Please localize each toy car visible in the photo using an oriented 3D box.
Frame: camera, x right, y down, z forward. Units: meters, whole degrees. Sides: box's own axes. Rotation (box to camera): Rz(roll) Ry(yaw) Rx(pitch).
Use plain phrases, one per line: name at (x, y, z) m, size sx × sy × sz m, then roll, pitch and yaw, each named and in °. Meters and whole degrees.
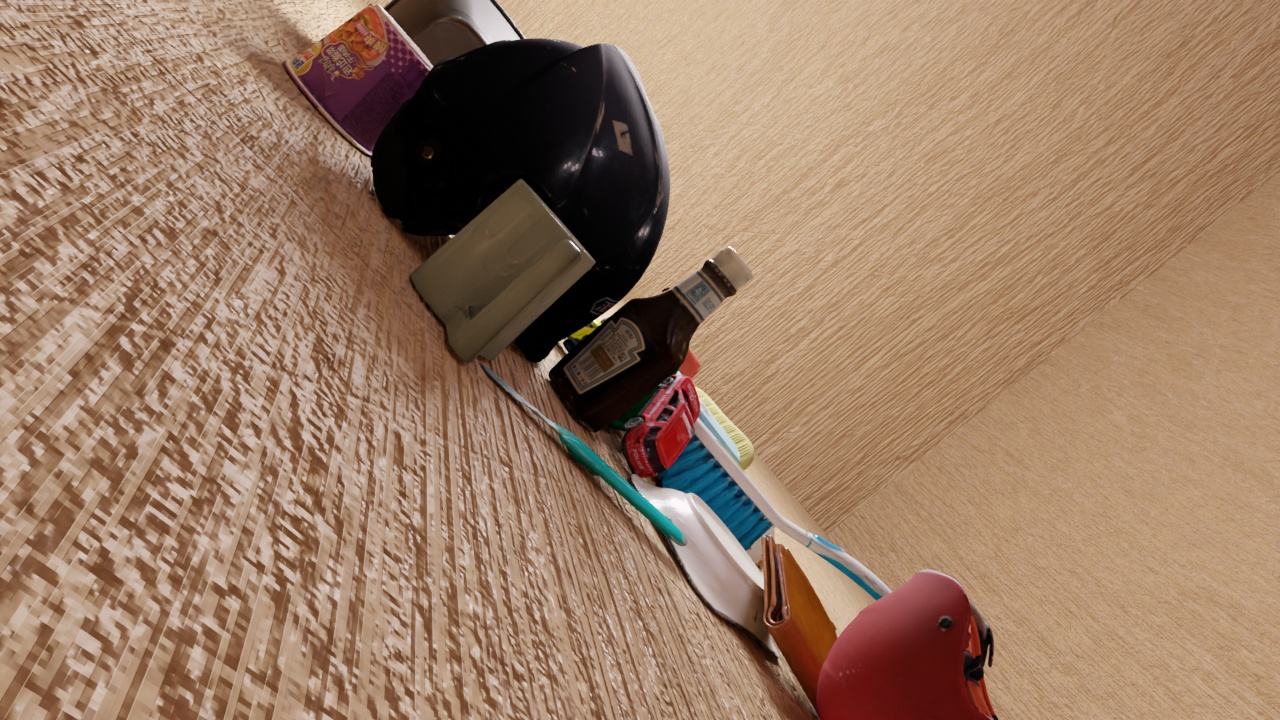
toy car at (0.025, 0.060, 0.851) m, size 0.120 × 0.045 × 0.053 m, roll -54°, pitch 131°, yaw -48°
toy car at (-0.073, -0.041, 1.016) m, size 0.105 × 0.032 × 0.048 m, roll 28°, pitch 7°, yaw 3°

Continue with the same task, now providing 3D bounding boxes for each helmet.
helmet at (-0.084, -0.146, 0.803) m, size 0.233 × 0.230 × 0.274 m, roll 10°, pitch 60°, yaw -81°
helmet at (0.211, 0.279, 0.641) m, size 0.207 × 0.144 × 0.239 m, roll 41°, pitch 24°, yaw -62°

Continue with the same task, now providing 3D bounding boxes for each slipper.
slipper at (0.074, 0.106, 1.228) m, size 0.190 × 0.091 × 0.082 m, roll 41°, pitch -43°, yaw 44°

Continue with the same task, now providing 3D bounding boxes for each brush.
brush at (0.128, 0.169, 0.920) m, size 0.314 × 0.109 × 0.060 m, roll 50°, pitch 2°, yaw -1°

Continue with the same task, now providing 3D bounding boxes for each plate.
plate at (0.066, 0.168, 0.789) m, size 0.164 × 0.034 × 0.163 m, roll 47°, pitch 5°, yaw -43°

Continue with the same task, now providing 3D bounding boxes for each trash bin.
trash bin at (-0.221, -0.317, 1.065) m, size 0.198 × 0.199 × 0.219 m, roll 48°, pitch 11°, yaw -31°

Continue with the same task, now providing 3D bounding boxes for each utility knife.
utility knife at (-0.036, 0.074, 0.668) m, size 0.221 × 0.013 × 0.029 m, roll 45°, pitch 3°, yaw -23°

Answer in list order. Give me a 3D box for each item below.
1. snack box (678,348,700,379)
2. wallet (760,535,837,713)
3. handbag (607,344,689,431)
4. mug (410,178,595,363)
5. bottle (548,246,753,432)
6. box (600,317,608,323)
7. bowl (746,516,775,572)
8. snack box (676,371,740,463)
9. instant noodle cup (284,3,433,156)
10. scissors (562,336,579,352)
snack box at (0.017, 0.009, 1.075) m, size 0.082 × 0.080 × 0.091 m, roll 53°, pitch -18°, yaw -10°
wallet at (0.137, 0.219, 0.765) m, size 0.131 × 0.035 × 0.118 m, roll 60°, pitch 15°, yaw -25°
handbag at (-0.005, 0.005, 0.895) m, size 0.068 × 0.120 × 0.131 m, roll 45°, pitch 5°, yaw 17°
mug at (-0.090, -0.057, 0.628) m, size 0.083 × 0.103 × 0.124 m, roll 47°, pitch 3°, yaw -26°
bottle at (0.012, -0.024, 0.795) m, size 0.080 × 0.195 × 0.044 m, roll 54°, pitch 6°, yaw 39°
box at (0.000, 0.013, 1.154) m, size 0.163 × 0.081 × 0.075 m, roll 48°, pitch -11°, yaw -7°
bowl at (0.111, 0.177, 1.008) m, size 0.113 × 0.062 × 0.113 m, roll 51°, pitch 3°, yaw -5°
snack box at (0.029, 0.060, 1.001) m, size 0.175 × 0.074 × 0.051 m, roll 52°, pitch 10°, yaw -8°
instant noodle cup at (-0.246, -0.259, 0.829) m, size 0.111 × 0.099 × 0.111 m, roll 48°, pitch 5°, yaw -6°
scissors at (-0.047, 0.020, 1.068) m, size 0.162 × 0.012 × 0.176 m, roll 54°, pitch 4°, yaw 37°
